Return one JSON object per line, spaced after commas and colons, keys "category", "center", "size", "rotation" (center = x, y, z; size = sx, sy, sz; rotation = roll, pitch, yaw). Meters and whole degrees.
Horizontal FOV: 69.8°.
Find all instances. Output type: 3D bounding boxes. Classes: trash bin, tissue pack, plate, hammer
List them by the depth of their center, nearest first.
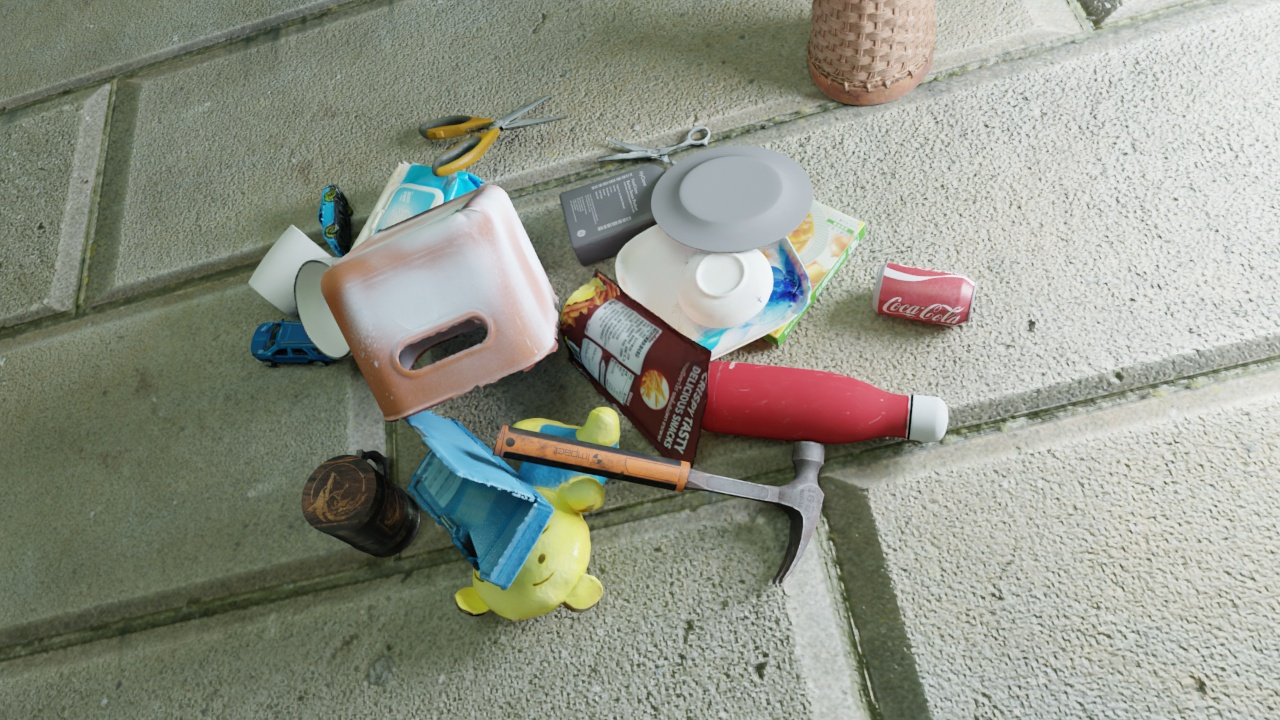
{"category": "hammer", "center": [0.017, 0.118, 0.858], "size": [0.314, 0.035, 0.137], "rotation": [12, 72, -8]}
{"category": "trash bin", "center": [-0.195, -0.071, 0.931], "size": [0.181, 0.157, 0.259], "rotation": [-22, 18, 4]}
{"category": "plate", "center": [0.086, -0.086, 0.967], "size": [0.104, 0.026, 0.104], "rotation": [-7, 63, 14]}
{"category": "plate", "center": [0.076, -0.087, 0.997], "size": [0.187, 0.016, 0.186], "rotation": [-26, 61, 5]}
{"category": "plate", "center": [0.100, -0.185, 1.012], "size": [0.178, 0.012, 0.178], "rotation": [-5, 50, 6]}
{"category": "trash bin", "center": [0.259, -0.416, 1.036], "size": [0.151, 0.210, 0.151], "rotation": [-6, 62, 12]}
{"category": "tissue pack", "center": [-0.281, -0.147, 1.123], "size": [0.117, 0.066, 0.209], "rotation": [14, 70, 22]}

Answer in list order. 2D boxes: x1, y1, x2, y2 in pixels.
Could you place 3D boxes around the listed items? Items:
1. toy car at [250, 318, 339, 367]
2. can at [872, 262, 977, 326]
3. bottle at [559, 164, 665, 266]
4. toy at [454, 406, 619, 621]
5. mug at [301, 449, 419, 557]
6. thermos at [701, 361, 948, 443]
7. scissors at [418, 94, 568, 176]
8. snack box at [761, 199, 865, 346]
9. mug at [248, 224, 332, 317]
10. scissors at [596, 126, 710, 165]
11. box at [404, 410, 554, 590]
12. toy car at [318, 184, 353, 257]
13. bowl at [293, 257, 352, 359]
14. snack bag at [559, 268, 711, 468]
{"category": "toy car", "center": [-0.414, -0.025, 1.106], "size": [0.120, 0.043, 0.056], "rotation": [0, 64, 15]}
{"category": "can", "center": [0.291, -0.067, 0.942], "size": [0.097, 0.054, 0.054], "rotation": [12, 67, 19]}
{"category": "bottle", "center": [-0.001, -0.180, 1.077], "size": [0.174, 0.046, 0.083], "rotation": [-18, 61, 5]}
{"category": "toy", "center": [-0.090, 0.156, 0.910], "size": [0.149, 0.084, 0.213], "rotation": [-6, 61, 36]}
{"category": "mug", "center": [-0.286, 0.138, 0.955], "size": [0.080, 0.107, 0.115], "rotation": [-10, 62, 9]}
{"category": "thermos", "center": [0.177, 0.046, 0.903], "size": [0.240, 0.073, 0.073], "rotation": [5, 65, 16]}
{"category": "scissors", "center": [-0.202, -0.287, 1.164], "size": [0.226, 0.016, 0.228], "rotation": [0, 38, 21]}
{"category": "snack box", "center": [0.147, -0.112, 1.016], "size": [0.132, 0.027, 0.167], "rotation": [32, 76, 27]}
{"category": "mug", "center": [-0.433, -0.112, 1.144], "size": [0.087, 0.081, 0.114], "rotation": [-51, 32, -6]}
{"category": "scissors", "center": [0.025, -0.242, 1.120], "size": [0.141, 0.014, 0.147], "rotation": [-22, 61, 0]}
{"category": "box", "center": [-0.190, 0.116, 0.880], "size": [0.094, 0.112, 0.232], "rotation": [-59, 35, -2]}
{"category": "toy car", "center": [-0.392, -0.177, 1.174], "size": [0.032, 0.048, 0.105], "rotation": [-17, 62, 5]}
{"category": "bowl", "center": [-0.334, -0.065, 1.045], "size": [0.116, 0.117, 0.065], "rotation": [33, 35, 26]}
{"category": "snack bag", "center": [-0.006, 0.006, 0.944], "size": [0.066, 0.139, 0.208], "rotation": [-9, 39, -37]}
